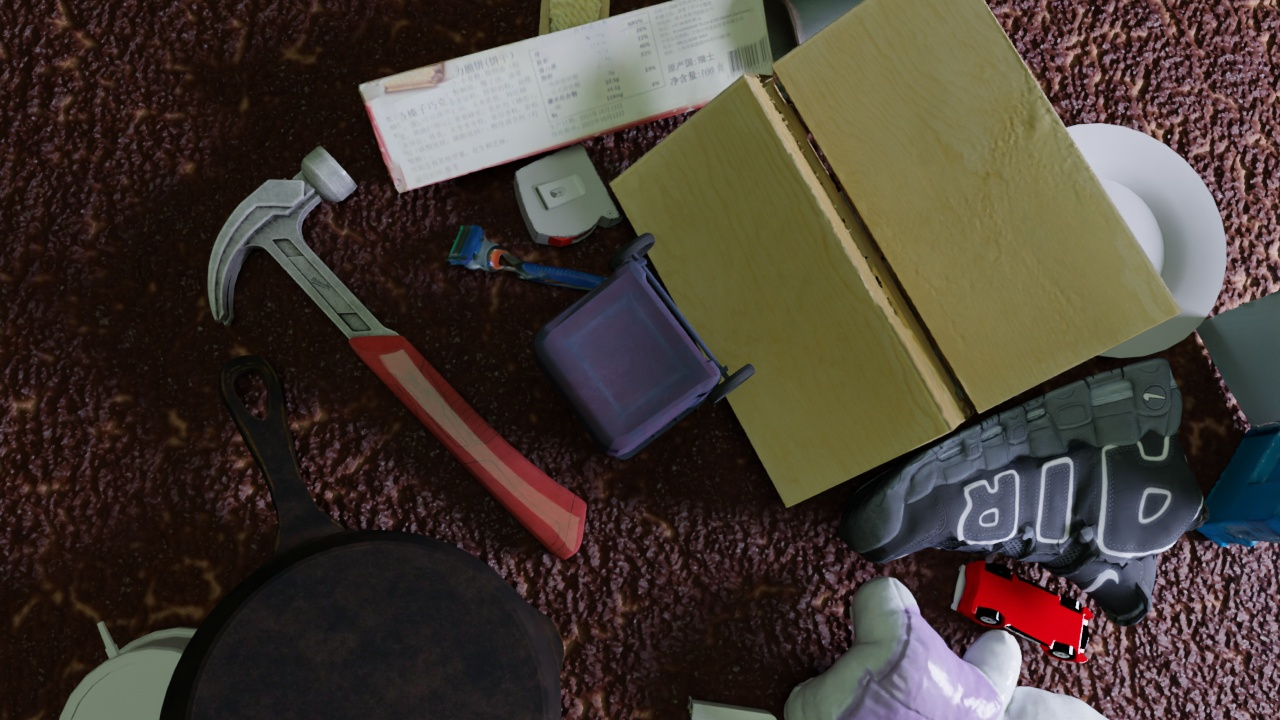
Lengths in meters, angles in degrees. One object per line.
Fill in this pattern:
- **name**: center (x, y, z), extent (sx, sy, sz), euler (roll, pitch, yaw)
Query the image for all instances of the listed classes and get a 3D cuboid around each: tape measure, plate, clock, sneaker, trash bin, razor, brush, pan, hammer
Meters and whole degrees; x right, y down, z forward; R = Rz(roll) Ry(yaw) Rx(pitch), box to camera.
- **tape measure**: center (0.053, 0.251, 0.584), extent (0.064, 0.017, 0.065), euler (9, 80, -3)
- **plate**: center (0.334, -0.085, 0.662), extent (0.173, 0.019, 0.172), euler (1, 80, -4)
- **clock**: center (-0.266, 0.226, 0.546), extent (0.159, 0.061, 0.119), euler (30, 79, -4)
- **sneaker**: center (0.253, 0.106, 0.581), extent (0.252, 0.097, 0.150), euler (-20, 77, -14)
- **trash bin**: center (-0.003, 0.003, 0.548), extent (0.092, 0.161, 0.094), euler (-37, 85, -3)
- **razor**: center (-0.060, -0.059, 0.627), extent (0.141, 0.018, 0.043), euler (14, 43, -4)
- **tape measure**: center (-0.053, -0.112, 0.632), extent (0.062, 0.020, 0.060), euler (-25, 83, -17)
- **brush**: center (-0.045, -0.269, 0.654), extent (0.049, 0.039, 0.117), euler (4, 82, -3)
- **pan**: center (-0.178, 0.148, 0.538), extent (0.248, 0.043, 0.356), euler (-19, 73, -27)
- **hammer**: center (-0.153, 0.012, 0.603), extent (0.126, 0.036, 0.315), euler (-43, 87, -8)

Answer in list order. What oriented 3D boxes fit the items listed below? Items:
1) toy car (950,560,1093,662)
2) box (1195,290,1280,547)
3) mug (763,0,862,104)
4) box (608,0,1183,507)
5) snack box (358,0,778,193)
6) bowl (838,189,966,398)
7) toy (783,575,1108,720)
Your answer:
- **toy car**: center (0.255, 0.167, 0.609), extent (0.089, 0.025, 0.038), euler (26, 62, -4)
- **box**: center (0.429, 0.030, 0.536), extent (0.075, 0.244, 0.166), euler (6, 78, -1)
- **mug**: center (0.132, -0.218, 0.637), extent (0.081, 0.085, 0.111), euler (-18, 82, -9)
- **box**: center (0.139, -0.073, 0.565), extent (0.258, 0.076, 0.247), euler (-31, 84, 20)
- **snack box**: center (-0.045, -0.187, 0.623), extent (0.273, 0.044, 0.077), euler (-18, 114, -6)
- **bowl**: center (0.193, -0.056, 0.611), extent (0.174, 0.068, 0.174), euler (0, 83, 3)
- **toy**: center (0.205, 0.233, 0.563), extent (0.209, 0.085, 0.137), euler (36, 80, 1)
